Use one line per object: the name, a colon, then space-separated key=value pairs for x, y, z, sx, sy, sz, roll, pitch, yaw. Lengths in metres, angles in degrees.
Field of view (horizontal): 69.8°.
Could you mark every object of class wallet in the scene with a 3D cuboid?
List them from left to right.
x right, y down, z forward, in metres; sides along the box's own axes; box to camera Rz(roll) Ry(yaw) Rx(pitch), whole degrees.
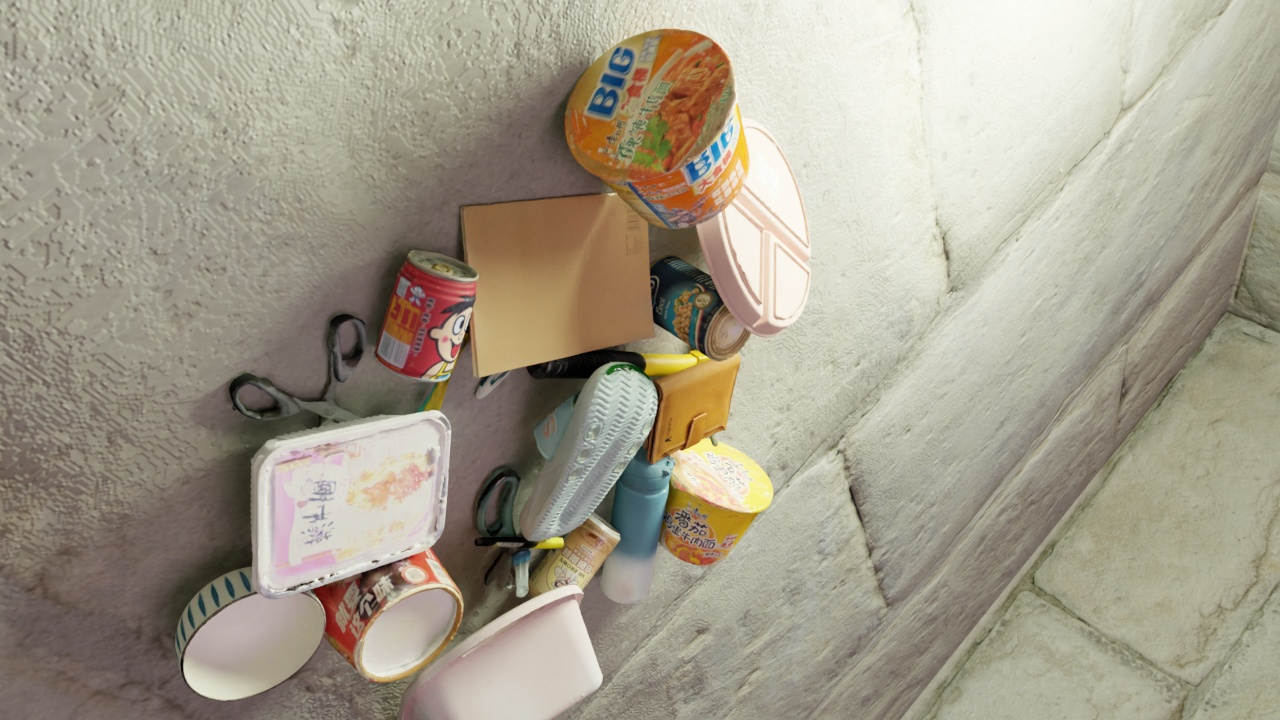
wallet: x=0.057 y=0.057 z=1.054 sx=0.130 sy=0.035 sz=0.119 roll=-21 pitch=127 yaw=-40

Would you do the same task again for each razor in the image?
razor: x=-0.188 y=0.025 z=0.827 sx=0.043 sy=0.028 sz=0.133 roll=6 pitch=114 yaw=-53

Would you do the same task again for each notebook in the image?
notebook: x=-0.069 y=-0.077 z=0.854 sx=0.211 sy=0.012 sz=0.149 roll=-14 pitch=108 yaw=-40

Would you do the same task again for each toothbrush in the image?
toothbrush: x=-0.092 y=-0.034 z=0.889 sx=0.191 sy=0.018 sz=0.016 roll=-49 pitch=141 yaw=-8

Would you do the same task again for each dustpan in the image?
dustpan: x=-0.157 y=0.310 z=0.971 sx=0.222 sy=0.274 sz=0.139 roll=-27 pitch=97 yaw=-29

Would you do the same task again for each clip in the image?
clip: x=-0.136 y=0.234 z=1.020 sx=0.024 sy=0.027 sz=0.056 roll=-11 pitch=119 yaw=-40

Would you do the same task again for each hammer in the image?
hammer: x=-0.006 y=0.006 z=0.989 sx=0.300 sy=0.033 sz=0.129 roll=2 pitch=115 yaw=-51

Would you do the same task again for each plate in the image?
plate: x=0.122 y=-0.138 z=0.931 sx=0.229 sy=0.028 sz=0.229 roll=20 pitch=65 yaw=-53

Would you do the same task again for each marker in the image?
marker: x=-0.130 y=0.196 z=0.992 sx=0.018 sy=0.015 sz=0.124 roll=-33 pitch=151 yaw=31

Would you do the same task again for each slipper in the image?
slipper: x=-0.064 y=0.091 z=0.945 sx=0.103 sy=0.074 sz=0.246 roll=-5 pitch=136 yaw=-43

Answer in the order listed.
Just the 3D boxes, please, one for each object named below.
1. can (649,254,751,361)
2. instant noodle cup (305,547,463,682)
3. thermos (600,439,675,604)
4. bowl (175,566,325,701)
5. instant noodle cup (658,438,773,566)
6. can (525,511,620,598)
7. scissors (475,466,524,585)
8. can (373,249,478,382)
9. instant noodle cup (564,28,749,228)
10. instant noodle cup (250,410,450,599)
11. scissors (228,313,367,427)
can: x=0.058 y=-0.055 z=0.958 sx=0.075 sy=0.111 sz=0.075 roll=-27 pitch=134 yaw=-32
instant noodle cup: x=-0.238 y=0.218 z=0.846 sx=0.137 sy=0.108 sz=0.138 roll=-27 pitch=133 yaw=-32
thermos: x=-0.006 y=0.195 z=1.112 sx=0.070 sy=0.070 sz=0.221 roll=-19 pitch=130 yaw=-38
bowl: x=-0.334 y=0.220 z=0.775 sx=0.116 sy=0.066 sz=0.117 roll=-22 pitch=131 yaw=-28
instant noodle cup: x=0.081 y=0.181 z=1.149 sx=0.137 sy=0.138 sz=0.110 roll=-8 pitch=131 yaw=-44
can: x=-0.079 y=0.234 z=1.069 sx=0.116 sy=0.058 sz=0.058 roll=-53 pitch=142 yaw=-4
scissors: x=-0.115 y=0.169 z=1.016 sx=0.180 sy=0.019 sz=0.170 roll=-26 pitch=133 yaw=-34
can: x=-0.176 y=-0.037 z=0.757 sx=0.066 sy=0.066 sz=0.094 roll=2 pitch=115 yaw=-48
instant noodle cup: x=0.025 y=-0.193 z=0.800 sx=0.151 sy=0.151 sz=0.111 roll=-52 pitch=151 yaw=-4
instant noodle cup: x=-0.249 y=0.109 z=0.769 sx=0.173 sy=0.060 sz=0.138 roll=-11 pitch=117 yaw=-44
scissors: x=-0.265 y=0.041 z=0.765 sx=0.159 sy=0.014 sz=0.181 roll=-7 pitch=123 yaw=-45
